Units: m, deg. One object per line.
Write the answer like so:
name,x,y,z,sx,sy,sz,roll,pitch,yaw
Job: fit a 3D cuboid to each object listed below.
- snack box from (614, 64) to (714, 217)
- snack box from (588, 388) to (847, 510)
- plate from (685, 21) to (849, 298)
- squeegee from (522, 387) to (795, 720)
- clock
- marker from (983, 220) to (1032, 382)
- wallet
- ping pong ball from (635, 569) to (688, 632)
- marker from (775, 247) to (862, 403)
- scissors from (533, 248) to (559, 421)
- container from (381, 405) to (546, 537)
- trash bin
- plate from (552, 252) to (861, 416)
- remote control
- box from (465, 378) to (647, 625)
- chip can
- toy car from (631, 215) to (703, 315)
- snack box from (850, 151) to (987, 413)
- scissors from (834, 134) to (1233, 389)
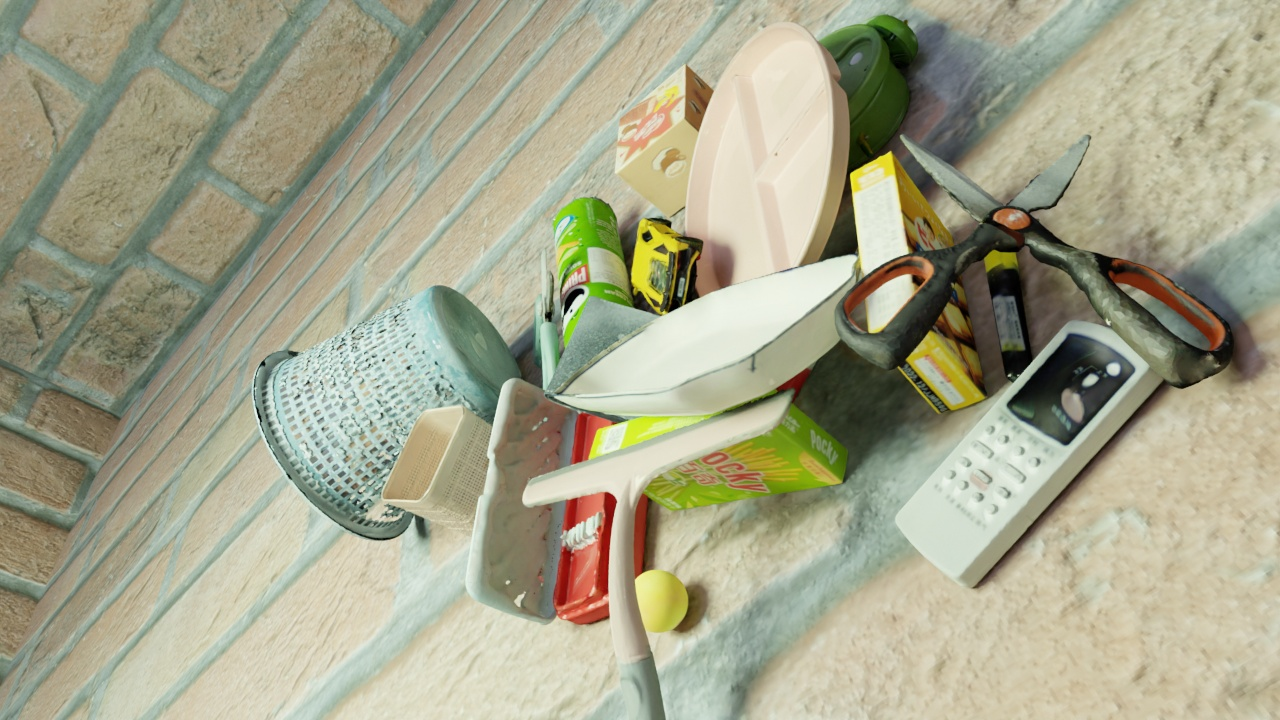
snack box,0.036,-0.213,0.894,0.093,0.077,0.094,-32,38,33
snack box,0.047,0.061,0.604,0.157,0.085,0.026,-19,44,44
plate,0.093,-0.139,0.707,0.230,0.028,0.229,-175,90,-68
squeegee,0.001,0.163,0.536,0.248,0.040,0.249,-24,64,42
clock,0.163,-0.220,0.744,0.116,0.056,0.161,-9,54,50
marker,0.215,-0.038,0.538,0.018,0.015,0.123,-28,43,39
wallet,-0.004,0.004,0.728,0.121,0.019,0.097,17,67,15
ping pong ball,0.011,0.158,0.604,0.040,0.040,0.040,-35,36,30
marker,0.131,-0.027,0.640,0.145,0.017,0.017,-59,31,-7
scissors,-0.086,-0.007,0.858,0.171,0.019,0.180,109,156,-60
container,-0.147,0.106,0.806,0.090,0.111,0.090,-10,53,51
trash bin,-0.233,0.037,0.924,0.195,0.226,0.226,-33,35,11
plate,0.042,-0.006,0.605,0.161,0.034,0.266,-34,11,-24
remote control,0.197,0.046,0.474,0.150,0.021,0.058,-52,31,8
box,-0.059,0.094,0.707,0.103,0.100,0.201,-32,38,35
chip can,-0.043,-0.071,0.873,0.072,0.072,0.235,-41,33,22
toy car,0.016,-0.083,0.800,0.155,0.041,0.071,-124,41,-65
snack box,0.163,-0.048,0.545,0.034,0.087,0.140,-26,40,30
scissors,0.197,-0.058,0.478,0.233,0.022,0.221,-35,53,-24
